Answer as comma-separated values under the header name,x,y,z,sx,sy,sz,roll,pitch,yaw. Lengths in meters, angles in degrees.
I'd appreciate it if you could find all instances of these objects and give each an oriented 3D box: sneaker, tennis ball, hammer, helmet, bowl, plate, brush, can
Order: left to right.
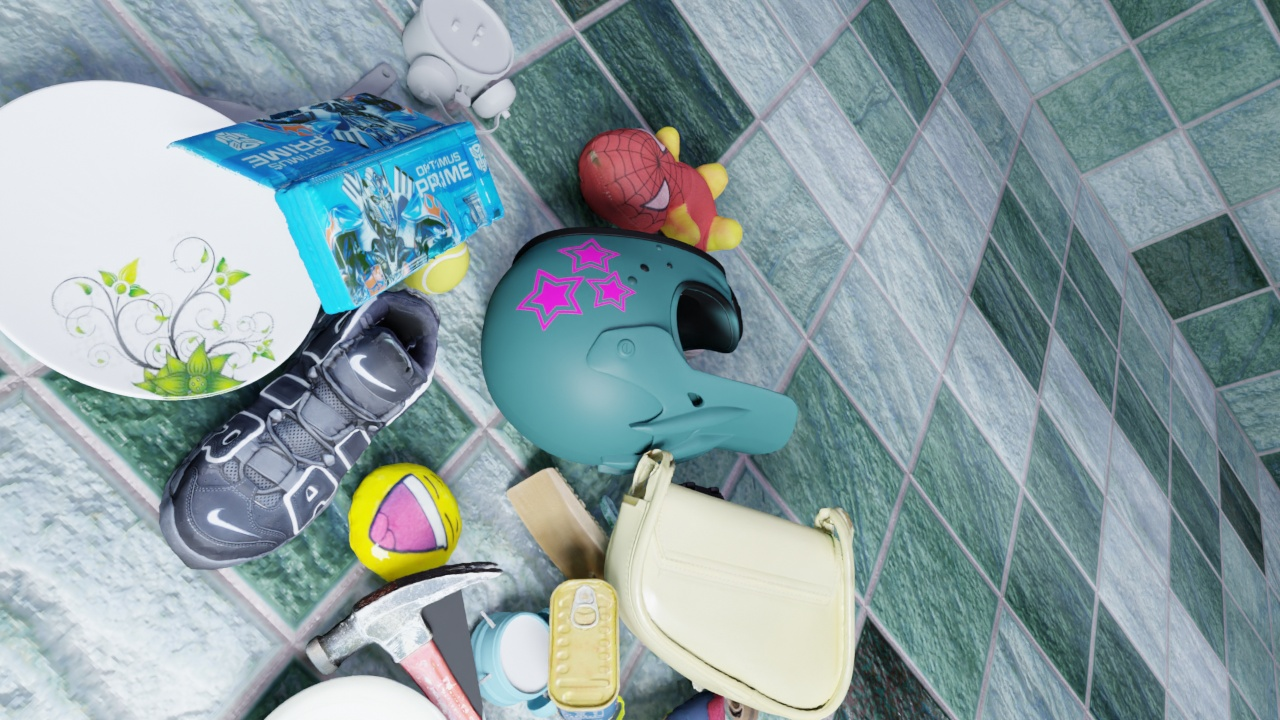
name,x,y,z,sx,sy,sz,roll,pitch,yaw
plate,-0.331,-0.079,0.622,0.229,0.030,0.229,20,59,-36
sneaker,-0.216,0.036,0.644,0.097,0.151,0.251,45,45,-20
bowl,-0.198,0.300,0.596,0.176,0.058,0.176,22,56,-36
tennis ball,-0.183,-0.091,0.807,0.065,0.065,0.065,22,55,-36
hammer,-0.100,0.299,0.686,0.140,0.036,0.326,-33,101,-16
brush,-0.065,0.147,0.818,0.117,0.049,0.039,54,24,-11
can,-0.043,0.227,0.715,0.054,0.059,0.099,-1,58,0
helmet,-0.005,0.005,0.827,0.274,0.177,0.200,5,60,-19
sneaker,0.018,0.330,0.767,0.241,0.091,0.116,12,73,-74

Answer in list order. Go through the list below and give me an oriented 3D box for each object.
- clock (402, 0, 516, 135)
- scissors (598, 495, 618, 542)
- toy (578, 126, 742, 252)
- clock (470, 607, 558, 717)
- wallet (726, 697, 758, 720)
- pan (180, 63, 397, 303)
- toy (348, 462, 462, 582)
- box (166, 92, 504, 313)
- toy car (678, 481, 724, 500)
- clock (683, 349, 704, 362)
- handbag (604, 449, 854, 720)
name,x,y,z,sx,sy,sz,roll,pitch,yaw
clock,-0.180,-0.302,0.924,0.119,0.061,0.159,1,68,-45
scissors,-0.011,0.171,0.848,0.130,0.011,0.125,56,3,25
toy,0.018,-0.191,1.040,0.216,0.099,0.147,13,51,-42
clock,-0.089,0.246,0.754,0.123,0.042,0.087,27,52,-40
wallet,0.093,0.286,0.885,0.099,0.027,0.121,63,22,-62
pan,-0.292,-0.172,0.763,0.201,0.051,0.355,45,47,-19
toy,-0.183,0.126,0.715,0.094,0.041,0.095,-27,92,-45
box,-0.204,-0.148,0.704,0.171,0.070,0.242,47,29,-6
toy car,0.056,0.152,0.947,0.091,0.036,0.042,20,54,-50
clock,0.030,-0.059,1.011,0.117,0.059,0.157,39,46,-25
handbag,0.075,0.193,0.780,0.232,0.089,0.190,21,81,-18
